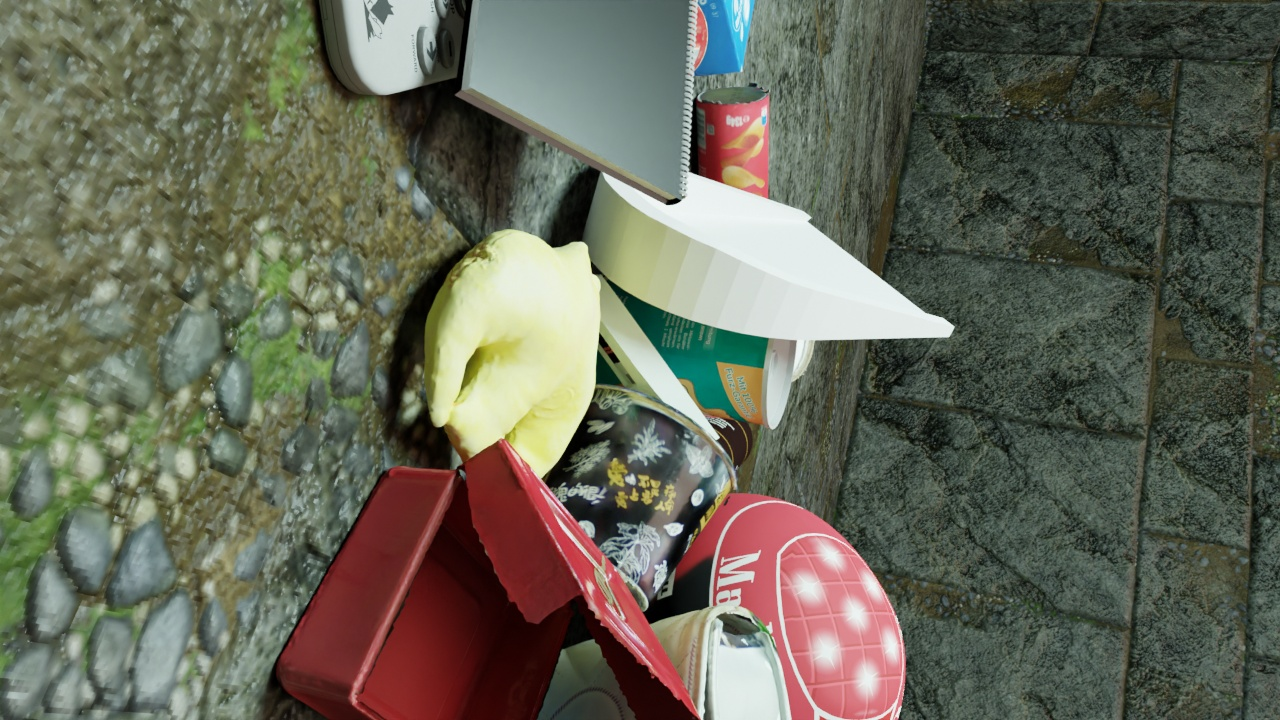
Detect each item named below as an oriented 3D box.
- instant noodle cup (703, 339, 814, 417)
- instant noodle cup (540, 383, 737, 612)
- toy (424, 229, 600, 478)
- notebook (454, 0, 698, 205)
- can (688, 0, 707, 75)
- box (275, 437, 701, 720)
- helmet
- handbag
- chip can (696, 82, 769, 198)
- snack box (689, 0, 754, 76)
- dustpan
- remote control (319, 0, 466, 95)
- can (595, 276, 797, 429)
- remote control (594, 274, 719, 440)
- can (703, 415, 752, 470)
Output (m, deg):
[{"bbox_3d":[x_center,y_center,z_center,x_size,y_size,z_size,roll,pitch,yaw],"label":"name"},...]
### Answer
[{"bbox_3d":[0.088,-0.041,0.816,0.178,0.078,0.178,12,73,-45],"label":"instant noodle cup"},{"bbox_3d":[-0.017,0.101,0.633,0.112,0.137,0.137,-59,152,-28],"label":"instant noodle cup"},{"bbox_3d":[-0.067,-0.002,0.531,0.154,0.065,0.171,-62,154,-29],"label":"toy"},{"bbox_3d":[-0.023,-0.203,0.489,0.148,0.016,0.206,18,69,-43],"label":"notebook"},{"bbox_3d":[-0.010,-0.208,0.593,0.169,0.067,0.067,-43,138,-61],"label":"can"},{"bbox_3d":[-0.084,0.143,0.475,0.157,0.156,0.147,59,0,-43],"label":"box"},{"bbox_3d":[0.088,0.233,0.690,0.197,0.225,0.270,8,59,-32],"label":"helmet"},{"bbox_3d":[-0.008,0.238,0.569,0.096,0.199,0.141,23,49,-40],"label":"handbag"},{"bbox_3d":[0.092,-0.149,0.906,0.073,0.073,0.233,-55,147,-52],"label":"chip can"},{"bbox_3d":[0.052,-0.371,0.691,0.195,0.056,0.238,56,41,-62],"label":"snack box"},{"bbox_3d":[0.085,-0.089,0.667,0.257,0.191,0.053,-2,125,-33],"label":"dustpan"},{"bbox_3d":[-0.096,-0.172,0.435,0.150,0.019,0.074,-48,142,-58],"label":"remote control"},{"bbox_3d":[0.039,-0.008,0.704,0.099,0.144,0.099,9,89,-71],"label":"can"},{"bbox_3d":[-0.004,0.004,0.637,0.024,0.143,0.050,-38,-173,-15],"label":"remote control"},{"bbox_3d":[0.068,0.094,0.944,0.128,0.072,0.072,-26,123,-67],"label":"can"}]
